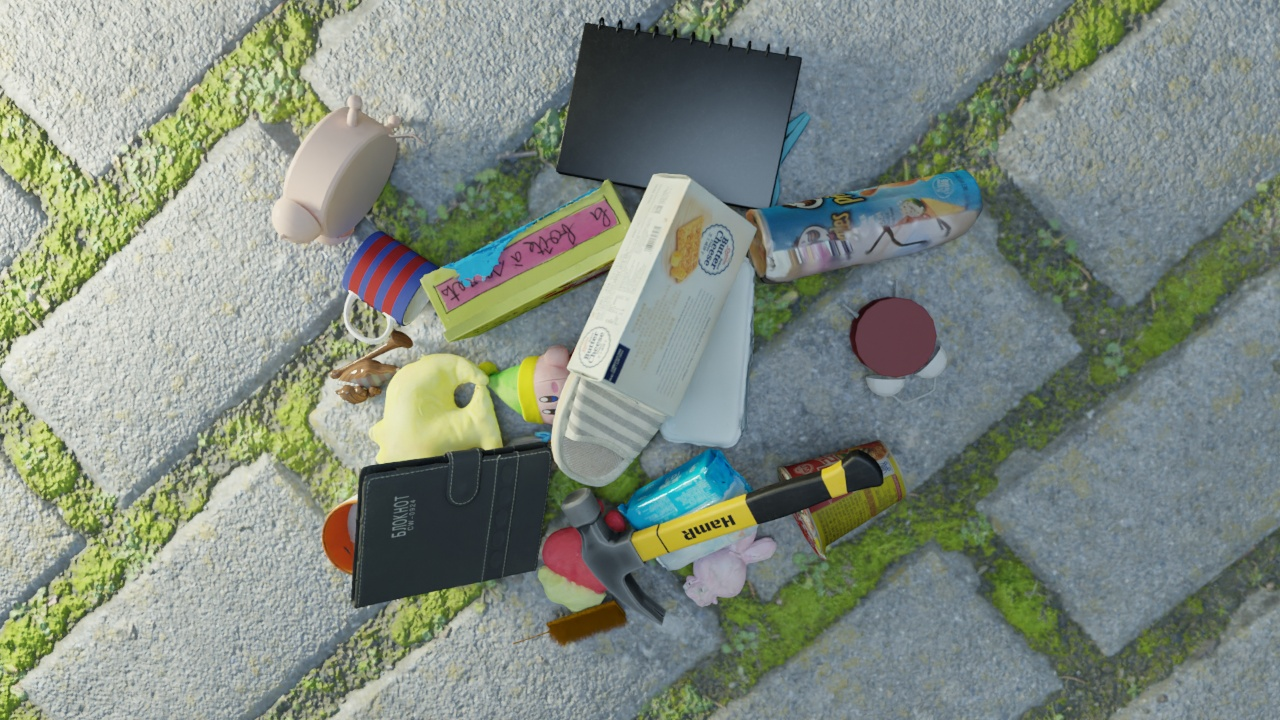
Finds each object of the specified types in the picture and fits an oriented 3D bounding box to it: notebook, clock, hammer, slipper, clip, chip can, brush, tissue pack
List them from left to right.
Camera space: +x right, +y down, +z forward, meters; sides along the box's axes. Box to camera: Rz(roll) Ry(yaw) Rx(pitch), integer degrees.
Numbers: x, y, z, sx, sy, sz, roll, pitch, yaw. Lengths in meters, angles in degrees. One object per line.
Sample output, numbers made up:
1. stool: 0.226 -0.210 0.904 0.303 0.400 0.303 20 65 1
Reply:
1. clock: -0.302 -0.186 0.952 0.086 0.131 0.160 38 97 -1
2. notebook: -0.193 0.168 0.959 0.208 0.029 0.170 -6 117 -36
3. brush: -0.080 0.304 1.032 0.126 0.048 0.017 -20 52 6
4. slipper: -0.006 0.006 0.946 0.114 0.054 0.273 22 96 -22
5. notebook: 0.039 -0.260 0.963 0.231 0.019 0.169 12 94 8
6. tissue pack: 0.058 0.159 0.983 0.145 0.061 0.093 -32 101 26
7. hammer: 0.088 0.163 0.927 0.325 0.034 0.170 -23 106 21
8. clip: 0.132 -0.199 0.975 0.120 0.033 0.118 -12 92 6
9. chip can: 0.226 -0.136 0.935 0.229 0.080 0.080 -12 95 -4
10. clock: 0.271 -0.016 0.975 0.087 0.044 0.124 -25 94 6

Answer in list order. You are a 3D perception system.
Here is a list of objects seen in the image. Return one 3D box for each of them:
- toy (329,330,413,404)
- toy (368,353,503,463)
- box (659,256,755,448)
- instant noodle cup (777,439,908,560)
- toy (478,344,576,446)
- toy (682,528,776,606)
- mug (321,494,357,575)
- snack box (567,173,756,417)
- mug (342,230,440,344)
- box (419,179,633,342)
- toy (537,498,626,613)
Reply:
1. toy: -0.299 0.012 1.019 0.102 0.041 0.054 -26 71 14
2. toy: -0.223 0.076 1.005 0.155 0.064 0.170 -14 93 14
3. box: 0.074 -0.012 0.987 0.118 0.063 0.214 6 97 6
4. instant noodle cup: 0.216 0.135 0.975 0.112 0.100 0.100 -25 94 -2
5. toy: -0.109 0.034 1.000 0.131 0.096 0.124 -11 125 -6
6. toy: 0.096 0.223 1.010 0.110 0.047 0.063 -40 114 2
7. mug: -0.288 0.181 1.001 0.082 0.105 0.082 0 95 3
8. snack box: 0.023 -0.061 0.877 0.104 0.057 0.207 28 84 -40
9. mug: -0.277 -0.073 0.983 0.076 0.075 0.111 32 77 0
10. box: -0.106 -0.099 0.954 0.221 0.124 0.079 -28 91 5
11. toy: -0.063 0.218 1.020 0.091 0.045 0.135 21 102 0
